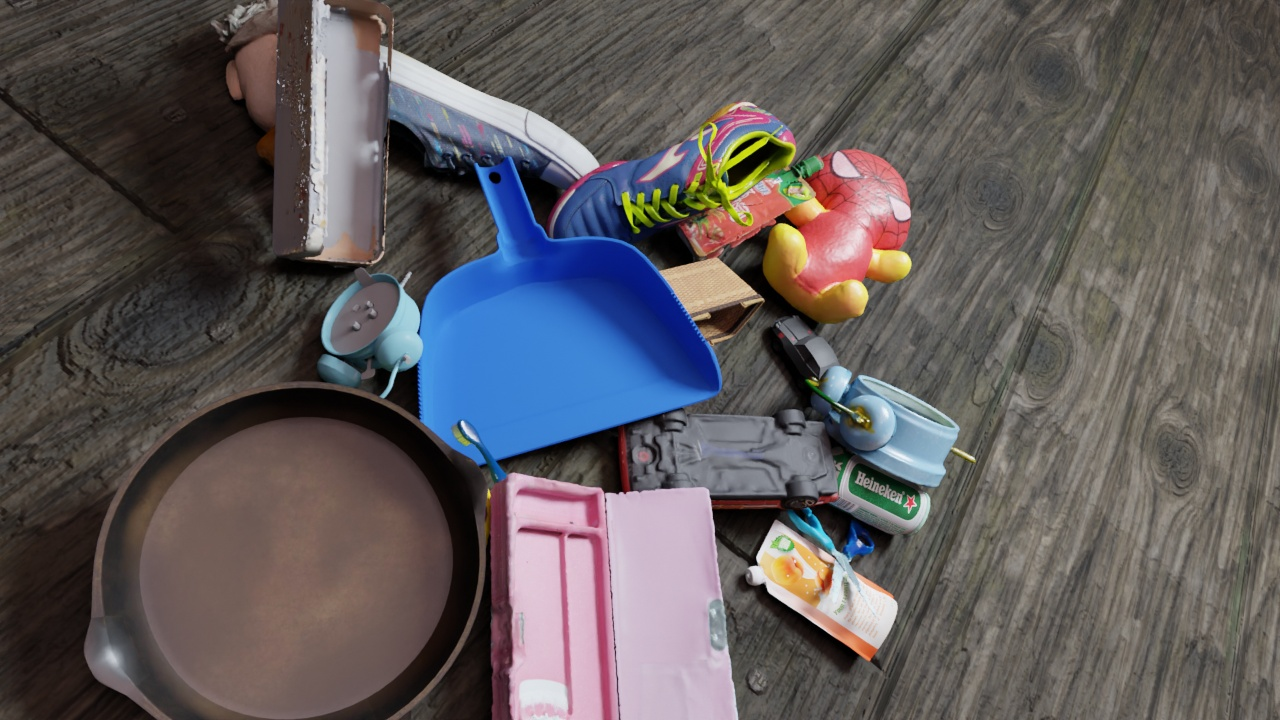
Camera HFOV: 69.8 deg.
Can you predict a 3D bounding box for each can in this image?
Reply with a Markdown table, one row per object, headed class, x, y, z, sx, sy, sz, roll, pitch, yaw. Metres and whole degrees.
| class | x | y | z | sx | sy | sz | roll | pitch | yaw |
| --- | --- | --- | --- | --- | --- | --- | --- | --- | --- |
| can | 0.204 | 0.117 | 0.823 | 0.101 | 0.053 | 0.053 | 26 | 54 | -9 |

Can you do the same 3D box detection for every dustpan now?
| class | x | y | z | sx | sy | sz | roll | pitch | yaw |
| --- | --- | --- | --- | --- | --- | --- | --- | --- | --- |
| dustpan | -0.090 | -0.060 | 0.764 | 0.245 | 0.060 | 0.257 | -15 | 62 | -14 |

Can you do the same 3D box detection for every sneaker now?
| class | x | y | z | sx | sy | sz | roll | pitch | yaw |
| --- | --- | --- | --- | --- | --- | --- | --- | --- | --- |
| sneaker | 0.030 | -0.157 | 0.830 | 0.241 | 0.116 | 0.091 | -31 | 45 | -8 |
| sneaker | -0.156 | -0.200 | 0.840 | 0.235 | 0.087 | 0.079 | 24 | 82 | -10 |

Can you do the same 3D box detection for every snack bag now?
| class | x | y | z | sx | sy | sz | roll | pitch | yaw |
| --- | --- | --- | --- | --- | --- | --- | --- | --- | --- |
| snack bag | 0.111 | -0.154 | 0.897 | 0.155 | 0.044 | 0.087 | -31 | 41 | 2 |

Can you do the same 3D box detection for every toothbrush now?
| class | x | y | z | sx | sy | sz | roll | pitch | yaw |
| --- | --- | --- | --- | --- | --- | --- | --- | --- | --- |
| toothbrush | -0.100 | 0.097 | 0.695 | 0.132 | 0.016 | 0.021 | 55 | 42 | -15 |

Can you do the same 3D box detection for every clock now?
| class | x | y | z | sx | sy | sz | roll | pitch | yaw |
| --- | --- | --- | --- | --- | --- | --- | --- | --- | --- |
| clock | -0.205 | -0.014 | 0.692 | 0.042 | 0.087 | 0.123 | 49 | 28 | -49 |
| clock | 0.213 | 0.057 | 0.822 | 0.162 | 0.060 | 0.118 | 20 | 14 | -26 |

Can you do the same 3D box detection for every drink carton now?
| class | x | y | z | sx | sy | sz | roll | pitch | yaw |
| --- | --- | --- | --- | --- | --- | --- | --- | --- | --- |
| drink carton | 0.151 | 0.191 | 0.771 | 0.122 | 0.039 | 0.069 | 34 | 51 | 4 |

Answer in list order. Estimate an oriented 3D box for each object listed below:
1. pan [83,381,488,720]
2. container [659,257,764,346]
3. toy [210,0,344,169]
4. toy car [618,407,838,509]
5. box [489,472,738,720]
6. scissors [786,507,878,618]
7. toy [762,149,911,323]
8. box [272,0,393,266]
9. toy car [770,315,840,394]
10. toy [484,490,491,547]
| class | x | y | z | sx | sy | sz | roll | pitch | yaw |
| --- | --- | --- | --- | --- | --- | --- | --- | --- | --- |
| pan | -0.188 | 0.187 | 0.585 | 0.248 | 0.043 | 0.356 | -25 | 87 | -21 |
| container | 0.047 | -0.049 | 0.837 | 0.113 | 0.063 | 0.061 | -18 | 66 | -40 |
| toy | -0.292 | -0.237 | 0.784 | 0.133 | 0.076 | 0.175 | -6 | 77 | 12 |
| toy car | 0.075 | 0.085 | 0.773 | 0.189 | 0.056 | 0.081 | 1 | 62 | -12 |
| box | -0.024 | 0.201 | 0.653 | 0.179 | 0.059 | 0.232 | 7 | 61 | -20 |
| scissors | 0.179 | 0.168 | 0.780 | 0.110 | 0.015 | 0.132 | 13 | 30 | -31 |
| toy | 0.207 | -0.134 | 0.948 | 0.147 | 0.099 | 0.215 | 44 | 53 | -9 |
| box | -0.238 | -0.184 | 0.725 | 0.107 | 0.095 | 0.216 | 2 | 91 | -52 |
| toy car | 0.163 | -0.007 | 0.889 | 0.042 | 0.036 | 0.091 | -21 | 72 | -33 |
| toy | -0.151 | 0.111 | 0.665 | 0.094 | 0.041 | 0.095 | 3 | 69 | -29 |
